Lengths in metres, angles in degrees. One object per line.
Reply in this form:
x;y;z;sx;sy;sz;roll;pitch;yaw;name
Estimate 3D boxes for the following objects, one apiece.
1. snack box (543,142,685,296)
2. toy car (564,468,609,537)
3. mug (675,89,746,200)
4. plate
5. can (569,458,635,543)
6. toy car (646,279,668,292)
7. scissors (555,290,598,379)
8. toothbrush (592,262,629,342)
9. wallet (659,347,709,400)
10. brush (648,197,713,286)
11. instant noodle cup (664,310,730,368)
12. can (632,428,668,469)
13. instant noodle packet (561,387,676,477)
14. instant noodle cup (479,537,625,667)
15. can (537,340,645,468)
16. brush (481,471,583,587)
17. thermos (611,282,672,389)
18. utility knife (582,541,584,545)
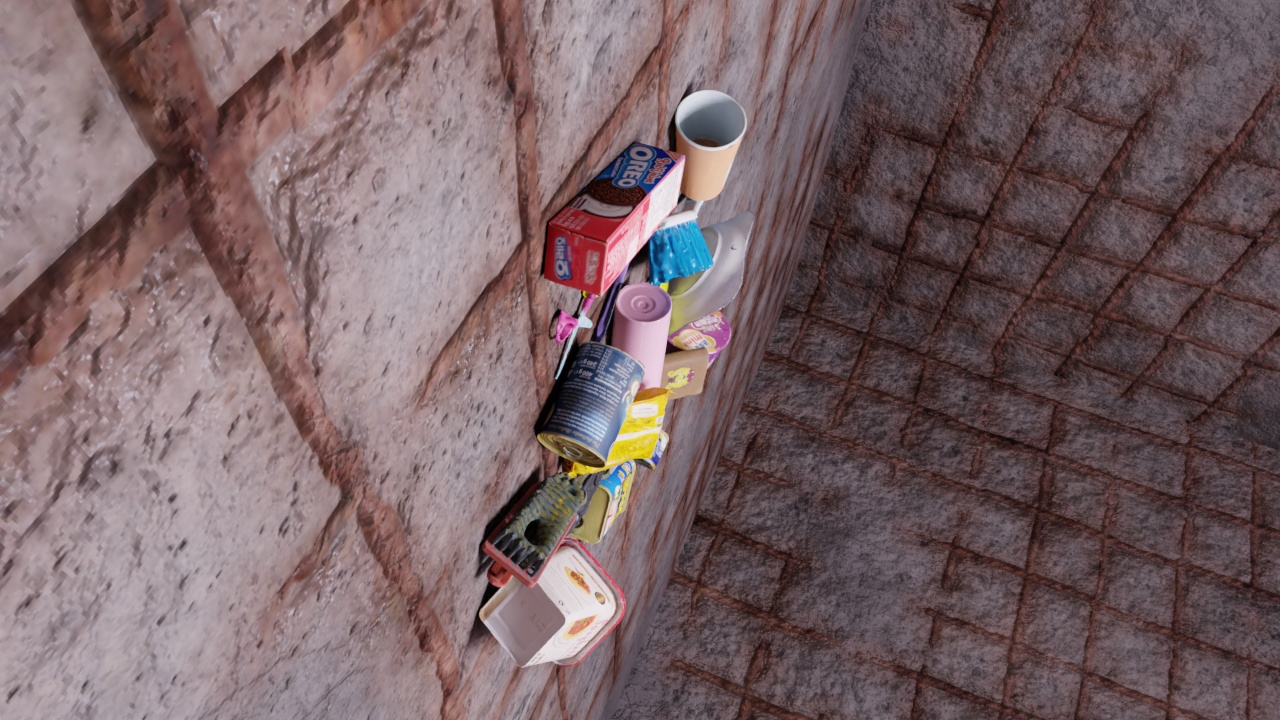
-0.019;-0.132;0.826;0.206;0.057;0.058;-55;159;-52;snack box
-0.067;0.145;1.115;0.070;0.042;0.157;99;16;-46;toy car
0.075;-0.240;1.054;0.123;0.078;0.078;94;19;-68;mug
0.076;-0.120;1.206;0.164;0.034;0.164;-27;-140;47;plate
-0.053;0.180;1.213;0.083;0.057;0.102;-48;156;-58;can
0.017;-0.066;1.181;0.048;0.032;0.105;-14;122;-76;toy car
-0.060;-0.042;0.899;0.134;0.017;0.133;-19;132;-81;scissors
-0.039;-0.042;0.997;0.016;0.014;0.189;-4;114;-86;toothbrush
0.031;0.025;1.225;0.090;0.115;0.033;98;-26;-48;wallet
0.063;-0.167;1.135;0.313;0.061;0.109;-34;109;-67;brush
0.062;-0.021;1.301;0.111;0.111;0.099;-59;172;-43;instant noodle cup
-0.004;0.113;1.287;0.148;0.074;0.049;65;49;-75;can
-0.025;0.079;1.063;0.128;0.044;0.111;-10;132;-35;instant noodle packet
-0.098;0.264;0.979;0.116;0.116;0.124;-48;161;12;instant noodle cup
-0.049;0.044;0.940;0.075;0.075;0.111;83;28;-67;can
-0.107;0.169;0.932;0.069;0.063;0.145;-50;-178;29;brush
-0.007;0.006;1.095;0.199;0.067;0.087;99;4;-47;thermos
-0.063;0.200;1.293;0.034;0.018;0.182;-93;-164;-62;utility knife
